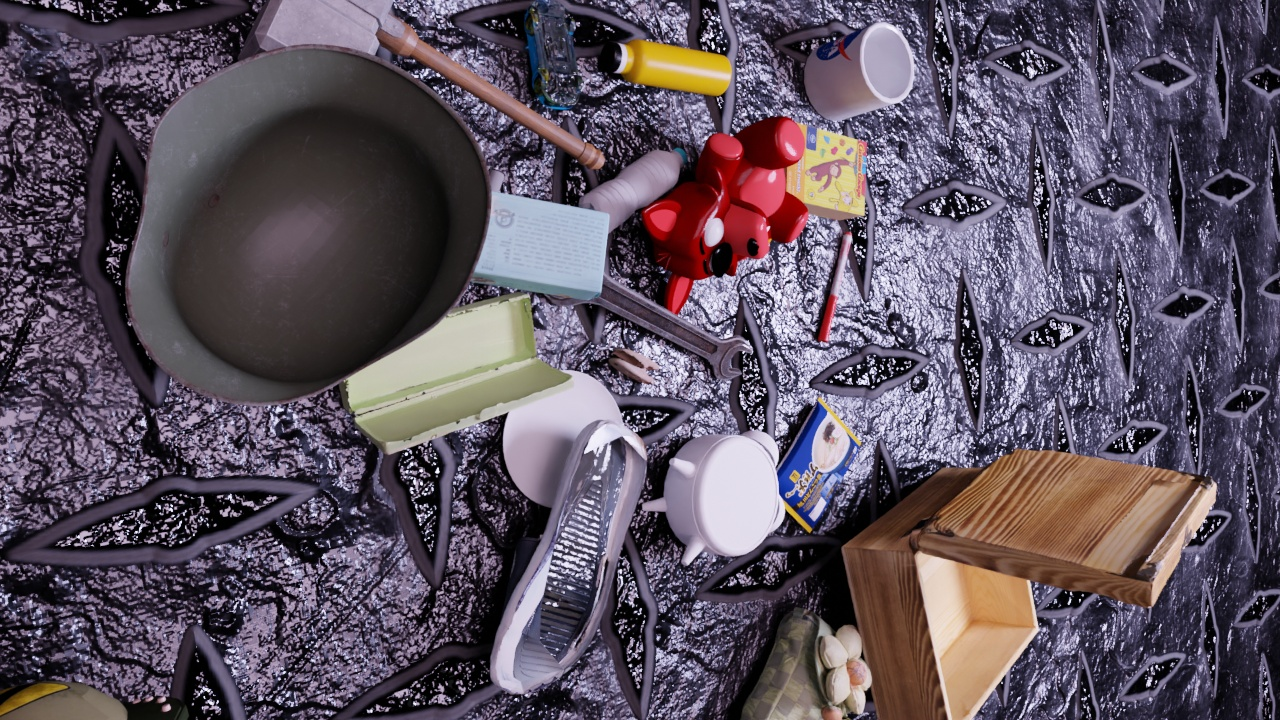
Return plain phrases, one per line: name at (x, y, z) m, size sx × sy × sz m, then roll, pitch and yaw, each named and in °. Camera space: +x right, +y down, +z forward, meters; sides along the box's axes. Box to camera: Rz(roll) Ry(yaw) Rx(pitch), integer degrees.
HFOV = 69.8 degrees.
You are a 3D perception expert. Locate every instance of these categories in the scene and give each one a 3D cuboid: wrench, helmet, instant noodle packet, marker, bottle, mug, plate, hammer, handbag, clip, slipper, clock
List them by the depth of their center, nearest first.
helmet at (-0.377, 0.321, 0.533) m, size 0.232 × 0.256 × 0.250 m, roll -15°, pitch 97°, yaw -37°
helmet at (-0.250, -0.080, 0.691) m, size 0.227 × 0.154 × 0.267 m, roll 36°, pitch 67°, yaw -8°
hammer at (-0.159, -0.249, 0.802) m, size 0.317 × 0.083 × 0.162 m, roll 26°, pitch 75°, yaw -31°
marker at (-0.154, -0.111, 0.844) m, size 0.016 × 0.016 × 0.140 m, roll 25°, pitch 76°, yaw -31°
slipper at (-0.073, 0.181, 0.867) m, size 0.111 × 0.063 × 0.263 m, roll 32°, pitch 74°, yaw -41°
plate at (-0.076, 0.077, 0.898) m, size 0.134 × 0.011 × 0.134 m, roll 0°, pitch 89°, yaw -34°
bottle at (-0.004, -0.176, 0.930) m, size 0.136 × 0.044 × 0.044 m, roll -39°, pitch 110°, yaw -28°
wrench at (0.012, -0.045, 0.940) m, size 0.273 × 0.010 × 0.070 m, roll 26°, pitch 112°, yaw -32°
clip at (-0.004, 0.003, 0.940) m, size 0.049 × 0.026 × 0.061 m, roll -40°, pitch 112°, yaw -29°
bottle at (0.026, -0.305, 0.951) m, size 0.143 × 0.043 × 0.043 m, roll -3°, pitch 91°, yaw -34°
clock at (0.083, 0.141, 0.978) m, size 0.160 × 0.073 × 0.125 m, roll -10°, pitch 95°, yaw -41°
handbag at (0.189, 0.375, 1.010) m, size 0.113 × 0.117 × 0.186 m, roll 45°, pitch 64°, yaw -26°
instant noodle packet at (0.205, 0.122, 1.078) m, size 0.087 × 0.026 × 0.134 m, roll 45°, pitch 66°, yaw -22°
mug at (0.267, -0.346, 1.086) m, size 0.121 × 0.090 × 0.091 m, roll -38°, pitch 109°, yaw -29°
marker at (0.236, -0.089, 1.111) m, size 0.012 × 0.013 × 0.142 m, roll 22°, pitch 77°, yaw -32°

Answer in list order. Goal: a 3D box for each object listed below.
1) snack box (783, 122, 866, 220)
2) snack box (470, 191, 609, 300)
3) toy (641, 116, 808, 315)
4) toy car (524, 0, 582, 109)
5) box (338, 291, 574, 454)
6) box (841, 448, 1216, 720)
snack box at (0.204, -0.219, 1.072) m, size 0.125 × 0.040 × 0.088 m, roll 4°, pitch 87°, yaw -34°
snack box at (-0.117, -0.105, 0.818) m, size 0.174 × 0.053 × 0.075 m, roll 8°, pitch 81°, yaw -14°
toy at (0.086, -0.149, 0.948) m, size 0.196 × 0.120 × 0.158 m, roll -44°, pitch 146°, yaw -23°
toy car at (-0.086, -0.293, 0.883) m, size 0.048 × 0.032 × 0.105 m, roll -8°, pitch 88°, yaw -33°
box at (-0.160, 0.001, 0.796) m, size 0.187 × 0.098 × 0.082 m, roll -21°, pitch 117°, yaw -35°
box at (0.448, 0.242, 1.034) m, size 0.278 × 0.337 × 0.286 m, roll -21°, pitch 99°, yaw -43°
